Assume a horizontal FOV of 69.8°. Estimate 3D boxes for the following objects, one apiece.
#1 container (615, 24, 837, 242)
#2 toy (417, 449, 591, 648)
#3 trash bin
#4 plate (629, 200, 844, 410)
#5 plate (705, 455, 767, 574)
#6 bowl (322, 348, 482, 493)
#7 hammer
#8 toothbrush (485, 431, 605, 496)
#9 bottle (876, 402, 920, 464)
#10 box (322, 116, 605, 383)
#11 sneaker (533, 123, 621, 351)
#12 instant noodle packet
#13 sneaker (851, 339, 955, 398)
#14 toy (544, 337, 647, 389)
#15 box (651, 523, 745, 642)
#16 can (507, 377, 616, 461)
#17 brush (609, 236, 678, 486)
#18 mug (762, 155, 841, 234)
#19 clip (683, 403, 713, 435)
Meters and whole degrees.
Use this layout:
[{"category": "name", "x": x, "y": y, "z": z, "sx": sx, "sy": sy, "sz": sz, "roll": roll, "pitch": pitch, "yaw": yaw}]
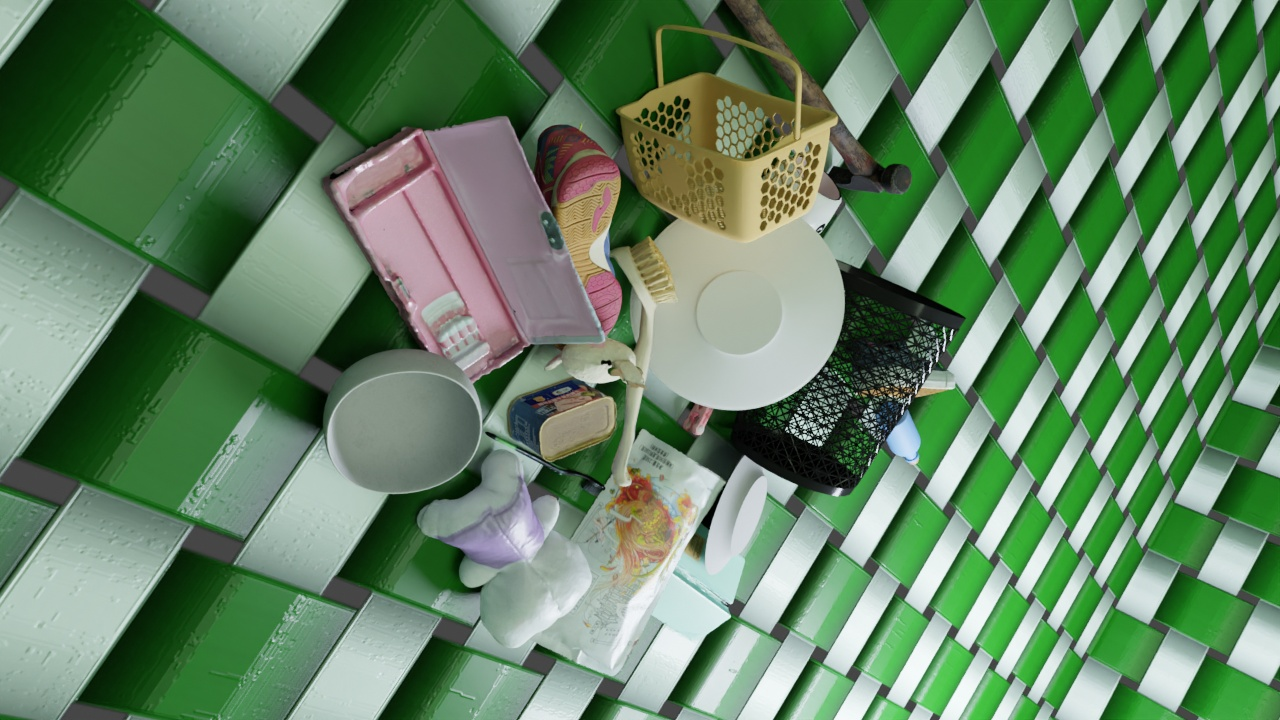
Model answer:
[{"category": "container", "x": 0.075, "y": -0.220, "z": 0.861, "sx": 0.129, "sy": 0.183, "sz": 0.167, "roll": -29, "pitch": 133, "yaw": -30}, {"category": "toy", "x": -0.125, "y": 0.198, "z": 0.941, "sx": 0.137, "sy": 0.086, "sz": 0.209, "roll": -40, "pitch": 126, "yaw": -23}, {"category": "trash bin", "x": 0.230, "y": 0.016, "z": 1.098, "sx": 0.216, "sy": 0.217, "sz": 0.243, "roll": 9, "pitch": 108, "yaw": -44}, {"category": "plate", "x": 0.103, "y": -0.053, "z": 0.968, "sx": 0.229, "sy": 0.030, "sz": 0.229, "roll": 0, "pitch": 105, "yaw": 0}, {"category": "plate", "x": 0.130, "y": 0.194, "z": 1.165, "sx": 0.172, "sy": 0.019, "sz": 0.173, "roll": -45, "pitch": 146, "yaw": -44}, {"category": "bowl", "x": -0.208, "y": 0.046, "z": 0.799, "sx": 0.131, "sy": 0.064, "sz": 0.132, "roll": -10, "pitch": 125, "yaw": -15}, {"category": "hammer", "x": 0.169, "y": -0.296, "z": 0.990, "sx": 0.330, "sy": 0.120, "sz": 0.033, "roll": 42, "pitch": 78, "yaw": -34}, {"category": "toothbrush", "x": -0.099, "y": 0.111, "z": 0.972, "sx": 0.188, "sy": 0.014, "sz": 0.017, "roll": 33, "pitch": 93, "yaw": -45}, {"category": "bottle", "x": 0.399, "y": 0.117, "z": 1.395, "sx": 0.048, "sy": 0.048, "sz": 0.131, "roll": -50, "pitch": 133, "yaw": -14}, {"category": "box", "x": -0.145, "y": -0.091, "z": 0.794, "sx": 0.173, "sy": 0.075, "sz": 0.233, "roll": -18, "pitch": 126, "yaw": 4}, {"category": "sneaker", "x": -0.063, "y": -0.112, "z": 0.869, "sx": 0.116, "sy": 0.091, "sz": 0.242, "roll": -23, "pitch": 142, "yaw": -25}, {"category": "instant noodle packet", "x": -0.015, "y": 0.225, "z": 1.059, "sx": 0.147, "sy": 0.057, "sz": 0.269, "roll": 33, "pitch": 84, "yaw": -22}, {"category": "sneaker", "x": 0.377, "y": 0.009, "z": 1.313, "sx": 0.235, "sy": 0.088, "sz": 0.079, "roll": 4, "pitch": 73, "yaw": -47}, {"category": "toy", "x": -0.039, "y": 0.002, "z": 0.895, "sx": 0.087, "sy": 0.112, "sz": 0.050, "roll": 6, "pitch": 86, "yaw": -52}, {"category": "box", "x": 0.066, "y": 0.281, "z": 1.176, "sx": 0.138, "sy": 0.056, "sz": 0.187, "roll": -51, "pitch": 135, "yaw": -4}, {"category": "can", "x": -0.078, "y": 0.059, "z": 0.935, "sx": 0.099, "sy": 0.059, "sz": 0.054, "roll": -20, "pitch": 121, "yaw": -35}, {"category": "brush", "x": -0.006, "y": 0.006, "z": 0.960, "sx": 0.062, "sy": 0.077, "sz": 0.272, "roll": -45, "pitch": 141, "yaw": -69}, {"category": "mug", "x": 0.180, "y": -0.186, "z": 1.047, "sx": 0.076, "sy": 0.090, "sz": 0.123, "roll": -48, "pitch": 180, "yaw": 34}, {"category": "clip", "x": 0.067, "y": 0.059, "z": 1.101, "sx": 0.023, "sy": 0.041, "sz": 0.059, "roll": 39, "pitch": 71, "yaw": -48}]
